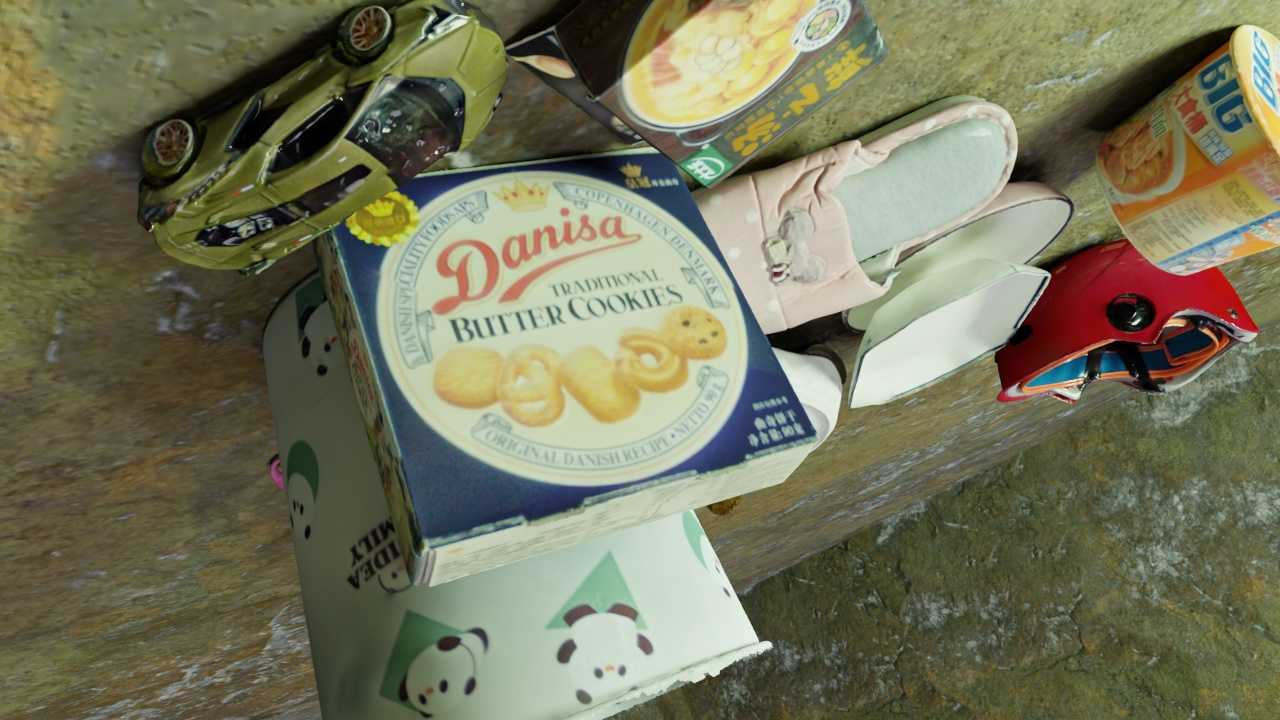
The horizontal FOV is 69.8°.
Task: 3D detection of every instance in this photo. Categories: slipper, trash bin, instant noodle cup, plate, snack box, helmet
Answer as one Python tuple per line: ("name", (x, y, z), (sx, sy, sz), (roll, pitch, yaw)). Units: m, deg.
("slipper", (0.107, -0.075, 0.547), (0.274, 0.054, 0.114), (-23, 129, -5))
("trash bin", (-0.083, 0.080, 0.502), (0.229, 0.251, 0.230), (-19, 160, -8))
("instant noodle cup", (0.404, -0.136, 0.638), (0.151, 0.151, 0.112), (-8, 164, -36))
("plate", (0.253, -0.023, 0.797), (0.162, 0.034, 0.266), (-23, 161, 3))
("snack box", (-0.038, -0.011, 0.419), (0.177, 0.182, 0.046), (-12, 153, -25))
("snack box", (0.028, -0.131, 0.389), (0.126, 0.053, 0.113), (-36, 157, 19))
("plate", (0.086, 0.055, 0.841), (0.205, 0.045, 0.205), (-6, 151, -3))
("helmet", (0.475, -0.045, 0.944), (0.240, 0.143, 0.207), (-9, 160, 4))
("plate", (0.245, -0.086, 0.736), (0.192, 0.039, 0.193), (-20, 160, -8))

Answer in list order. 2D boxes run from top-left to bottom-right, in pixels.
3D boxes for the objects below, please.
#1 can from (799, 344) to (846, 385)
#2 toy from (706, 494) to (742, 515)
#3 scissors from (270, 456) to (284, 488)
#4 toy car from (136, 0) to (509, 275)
("can", (0.146, 0.037, 0.924), (0.053, 0.053, 0.135), (-8, 155, -35))
("toy", (-0.055, 0.101, 0.681), (0.247, 0.227, 0.089), (-35, -159, 29))
("scissors", (-0.208, 0.067, 0.655), (0.118, 0.017, 0.134), (12, 130, -17))
("toy car", (-0.121, -0.084, 0.356), (0.158, 0.042, 0.070), (-29, 160, 10))
